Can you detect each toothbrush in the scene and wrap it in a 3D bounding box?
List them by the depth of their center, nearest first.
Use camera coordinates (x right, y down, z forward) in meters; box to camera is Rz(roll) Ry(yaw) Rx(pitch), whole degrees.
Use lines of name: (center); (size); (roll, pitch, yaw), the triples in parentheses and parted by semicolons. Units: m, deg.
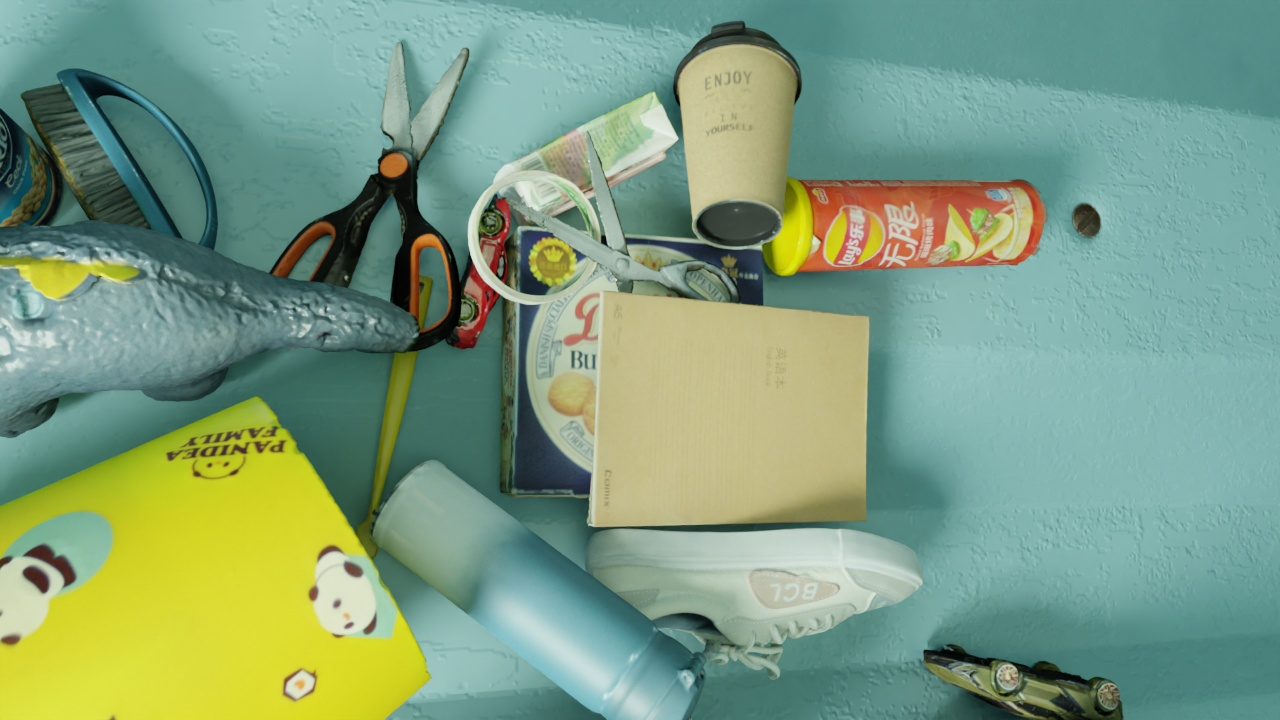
toothbrush: (-0.162, 0.036, 0.601); (0.015, 0.017, 0.190); (12, 78, -15)

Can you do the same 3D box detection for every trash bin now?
trash bin: (-0.261, 0.158, 0.452); (0.254, 0.230, 0.229); (-32, 93, -24)

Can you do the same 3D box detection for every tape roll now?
tape roll: (-0.068, -0.079, 0.591); (0.085, 0.014, 0.086); (0, 89, -20)

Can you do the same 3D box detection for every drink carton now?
drink carton: (-0.037, -0.139, 0.642); (0.122, 0.054, 0.045); (-30, 96, -19)

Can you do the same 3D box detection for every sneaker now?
sneaker: (0.083, 0.165, 0.617); (0.242, 0.090, 0.090); (4, 66, -13)

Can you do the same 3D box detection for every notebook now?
notebook: (0.066, 0.035, 0.621); (0.211, 0.012, 0.149); (4, 87, -24)

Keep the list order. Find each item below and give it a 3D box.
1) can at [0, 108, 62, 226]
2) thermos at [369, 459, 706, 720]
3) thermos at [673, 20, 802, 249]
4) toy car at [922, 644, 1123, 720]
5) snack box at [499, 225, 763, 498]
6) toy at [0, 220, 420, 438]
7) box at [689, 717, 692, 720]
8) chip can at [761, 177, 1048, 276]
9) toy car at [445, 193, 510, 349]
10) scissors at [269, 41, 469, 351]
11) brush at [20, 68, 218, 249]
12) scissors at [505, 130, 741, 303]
can: (-0.376, -0.110, 0.502); (0.075, 0.111, 0.075); (2, 83, -16)
thermos: (-0.061, 0.147, 0.551); (0.220, 0.070, 0.070); (35, 73, 13)
thermos: (0.067, -0.155, 0.643); (0.093, 0.093, 0.143); (11, 64, -16)
toy car: (0.283, 0.243, 0.685); (0.158, 0.070, 0.042); (16, 79, -12)
snack box: (-0.004, 0.004, 0.638); (0.177, 0.046, 0.182); (2, 83, -18)
toy: (-0.304, -0.011, 0.494); (0.356, 0.138, 0.091); (-12, 45, -12)
box: (-0.066, 0.279, 0.513); (0.260, 0.177, 0.082); (-7, 84, -20)
chip can: (0.201, -0.105, 0.703); (0.216, 0.073, 0.073); (-5, 84, -19)
toy car: (-0.105, -0.059, 0.612); (0.031, 0.049, 0.106); (16, 78, -16)
scissors: (-0.155, -0.103, 0.601); (0.204, 0.022, 0.224); (41, 81, 17)
brush: (-0.303, -0.112, 0.553); (0.073, 0.055, 0.144); (-31, 93, -16)
scissors: (-0.007, -0.061, 0.601); (0.159, 0.014, 0.181); (-7, 94, -25)
